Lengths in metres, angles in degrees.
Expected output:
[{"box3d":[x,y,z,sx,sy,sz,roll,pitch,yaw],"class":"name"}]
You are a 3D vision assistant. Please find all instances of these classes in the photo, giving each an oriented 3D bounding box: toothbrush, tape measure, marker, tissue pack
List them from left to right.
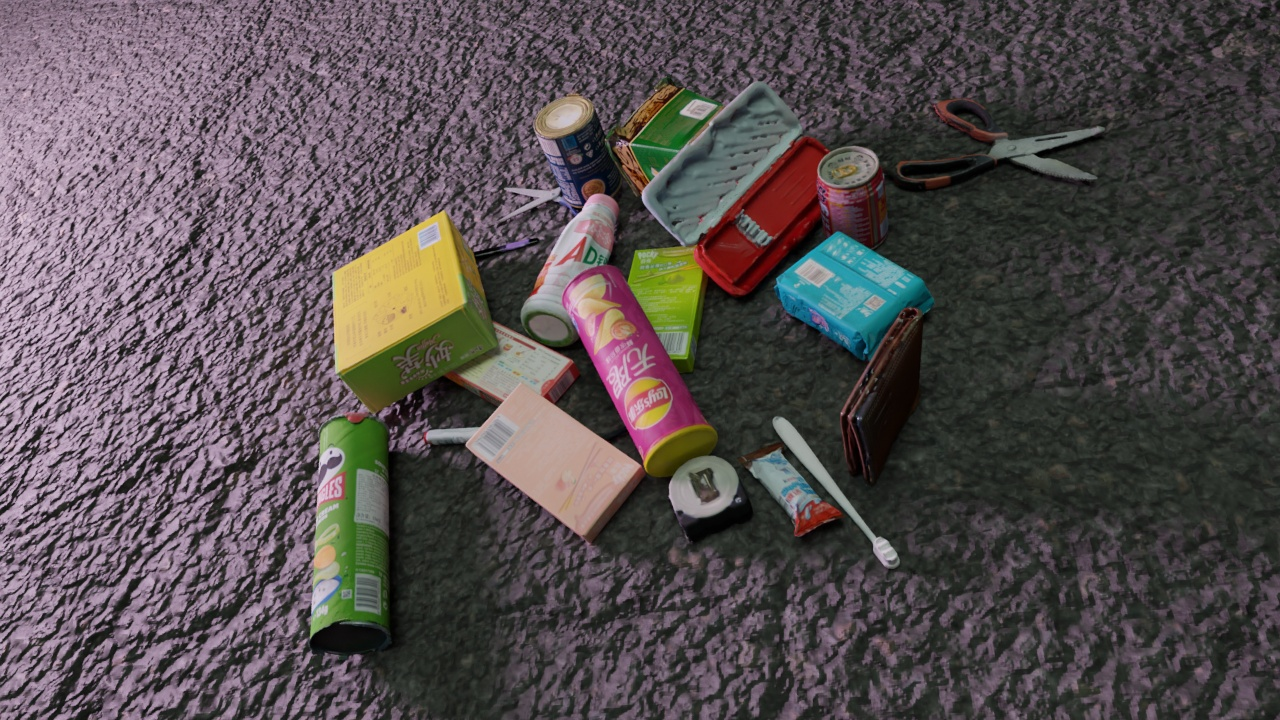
[{"box3d":[-0.214,-0.127,1.118,0.189,0.017,0.014,-13,49,8],"class":"toothbrush"},{"box3d":[-0.153,0.075,0.932,0.145,0.017,0.017,-4,51,17],"class":"marker"},{"box3d":[-0.039,0.075,0.889,0.181,0.016,0.018,-28,67,-3],"class":"toothbrush"},{"box3d":[0.058,0.119,0.807,0.066,0.033,0.066,-24,49,-1],"class":"tape measure"},{"box3d":[0.163,0.107,0.788,0.016,0.016,0.180,-29,48,-7],"class":"toothbrush"},{"box3d":[0.205,-0.062,0.886,0.093,0.050,0.133,-38,50,-14],"class":"tissue pack"}]

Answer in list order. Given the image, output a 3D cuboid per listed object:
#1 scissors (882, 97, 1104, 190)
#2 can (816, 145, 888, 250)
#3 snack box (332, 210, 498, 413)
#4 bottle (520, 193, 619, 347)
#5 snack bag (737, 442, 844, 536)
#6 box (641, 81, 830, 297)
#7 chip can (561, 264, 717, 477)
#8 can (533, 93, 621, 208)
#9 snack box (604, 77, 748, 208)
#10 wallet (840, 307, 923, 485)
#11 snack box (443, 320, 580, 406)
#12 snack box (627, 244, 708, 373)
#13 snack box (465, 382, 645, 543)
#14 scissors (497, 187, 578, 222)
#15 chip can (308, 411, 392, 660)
[{"box3d":[0.372,-0.224,0.978,0.189,0.015,0.225,-35,49,-9],"class":"scissors"},{"box3d":[0.216,-0.163,0.934,0.066,0.094,0.066,-10,50,12],"class":"can"},{"box3d":[-0.255,-0.059,1.017,0.158,0.070,0.210,-29,40,3],"class":"snack box"},{"box3d":[-0.069,-0.106,1.017,0.068,0.068,0.196,3,50,22],"class":"bottle"},{"box3d":[0.128,0.110,0.793,0.048,0.026,0.104,-22,48,-13],"class":"snack bag"},{"box3d":[0.114,-0.182,0.971,0.158,0.039,0.200,44,73,-1],"class":"box"},{"box3d":[-0.005,0.005,0.869,0.071,0.071,0.210,-27,58,-2],"class":"chip can"},{"box3d":[-0.073,-0.245,1.078,0.075,0.111,0.075,-10,50,12],"class":"can"},{"box3d":[0.052,-0.237,1.025,0.118,0.117,0.106,-50,39,-16],"class":"snack box"},{"box3d":[0.208,0.030,0.778,0.032,0.101,0.124,19,61,29],"class":"wallet"},{"box3d":[-0.146,0.007,0.977,0.156,0.027,0.076,25,65,34],"class":"snack box"},{"box3d":[0.023,-0.055,0.964,0.086,0.026,0.156,-3,53,19],"class":"snack box"},{"box3d":[-0.081,0.093,0.863,0.157,0.026,0.084,33,73,25],"class":"snack box"},{"box3d":[-0.095,-0.207,1.141,0.162,0.012,0.174,-43,50,-14],"class":"scissors"},{"box3d":[-0.273,0.160,0.872,0.072,0.072,0.235,-19,49,5],"class":"chip can"}]
